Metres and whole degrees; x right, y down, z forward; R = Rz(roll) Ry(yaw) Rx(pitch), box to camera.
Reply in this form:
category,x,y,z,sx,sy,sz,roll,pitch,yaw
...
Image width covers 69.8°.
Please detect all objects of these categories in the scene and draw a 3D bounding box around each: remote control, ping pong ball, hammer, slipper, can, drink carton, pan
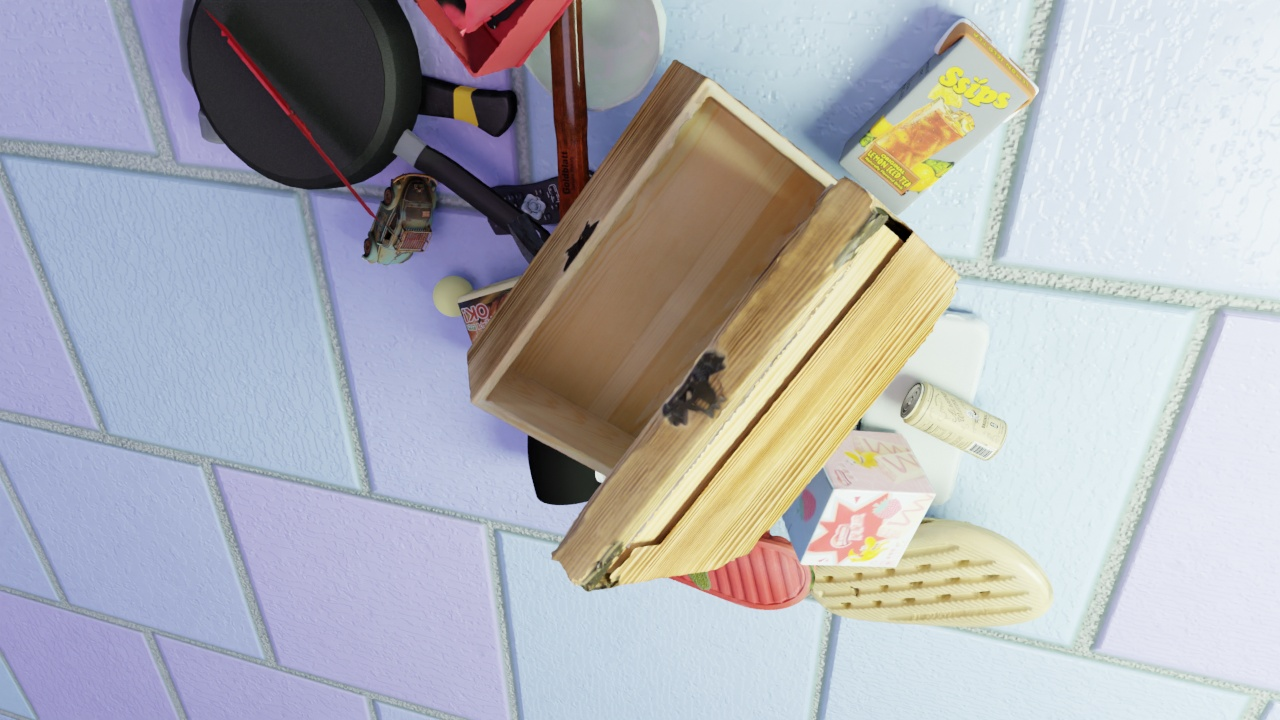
category,x,y,z,sx,sy,sz,roll,pitch,yaw
remote control,-0.086,-0.141,0.823,0.125,0.009,0.046,-6,119,24
ping pong ball,-0.181,-0.062,0.890,0.040,0.040,0.040,10,124,15
hammer,-0.053,-0.189,0.688,0.111,0.028,0.301,11,123,20
slipper,0.072,0.188,0.944,0.249,0.058,0.103,4,124,37
can,-0.093,-0.030,0.848,0.131,0.072,0.101,-13,101,27
drink carton,0.212,-0.174,0.664,0.076,0.048,0.125,40,126,-7
pan,-0.226,-0.199,0.777,0.355,0.044,0.205,37,115,-3
slipper,0.262,0.188,0.863,0.111,0.079,0.262,52,142,-12
hammer,-0.262,-0.252,0.809,0.325,0.034,0.170,14,124,11
can,0.262,0.051,0.768,0.079,0.038,0.038,26,127,-3

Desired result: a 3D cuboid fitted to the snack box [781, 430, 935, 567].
category,x,y,z,sx,sy,sz,roll,pitch,yaw
snack box,0.183,0.120,0.794,0.094,0.079,0.093,5,126,-14

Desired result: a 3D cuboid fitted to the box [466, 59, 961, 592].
category,x,y,z,sx,sy,sz,roll,pitch,yaw
box,0.073,0.005,0.630,0.269,0.264,0.279,31,104,-26

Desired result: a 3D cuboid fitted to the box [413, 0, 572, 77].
category,x,y,z,sx,sy,sz,roll,pitch,yaw
box,-0.069,-0.349,0.461,0.214,0.137,0.469,53,150,-2

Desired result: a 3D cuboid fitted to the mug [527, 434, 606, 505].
category,x,y,z,sx,sy,sz,roll,pitch,yaw
mug,-0.060,0.083,0.903,0.119,0.084,0.100,6,111,45

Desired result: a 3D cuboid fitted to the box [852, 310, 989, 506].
category,x,y,z,sx,sy,sz,roll,pitch,yaw
box,0.197,0.039,0.817,0.190,0.037,0.209,13,125,16

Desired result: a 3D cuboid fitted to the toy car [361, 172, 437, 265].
category,x,y,z,sx,sy,sz,roll,pitch,yaw
toy car,-0.220,-0.121,0.855,0.112,0.047,0.047,-54,54,37

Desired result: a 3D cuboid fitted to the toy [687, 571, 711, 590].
category,x,y,z,sx,sy,sz,roll,pitch,yaw
toy,0.050,0.111,0.857,0.153,0.078,0.179,-42,66,35

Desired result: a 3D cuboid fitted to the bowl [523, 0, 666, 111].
category,x,y,z,sx,sy,sz,roll,pitch,yaw
bowl,-0.031,-0.256,0.697,0.117,0.061,0.118,10,124,15
